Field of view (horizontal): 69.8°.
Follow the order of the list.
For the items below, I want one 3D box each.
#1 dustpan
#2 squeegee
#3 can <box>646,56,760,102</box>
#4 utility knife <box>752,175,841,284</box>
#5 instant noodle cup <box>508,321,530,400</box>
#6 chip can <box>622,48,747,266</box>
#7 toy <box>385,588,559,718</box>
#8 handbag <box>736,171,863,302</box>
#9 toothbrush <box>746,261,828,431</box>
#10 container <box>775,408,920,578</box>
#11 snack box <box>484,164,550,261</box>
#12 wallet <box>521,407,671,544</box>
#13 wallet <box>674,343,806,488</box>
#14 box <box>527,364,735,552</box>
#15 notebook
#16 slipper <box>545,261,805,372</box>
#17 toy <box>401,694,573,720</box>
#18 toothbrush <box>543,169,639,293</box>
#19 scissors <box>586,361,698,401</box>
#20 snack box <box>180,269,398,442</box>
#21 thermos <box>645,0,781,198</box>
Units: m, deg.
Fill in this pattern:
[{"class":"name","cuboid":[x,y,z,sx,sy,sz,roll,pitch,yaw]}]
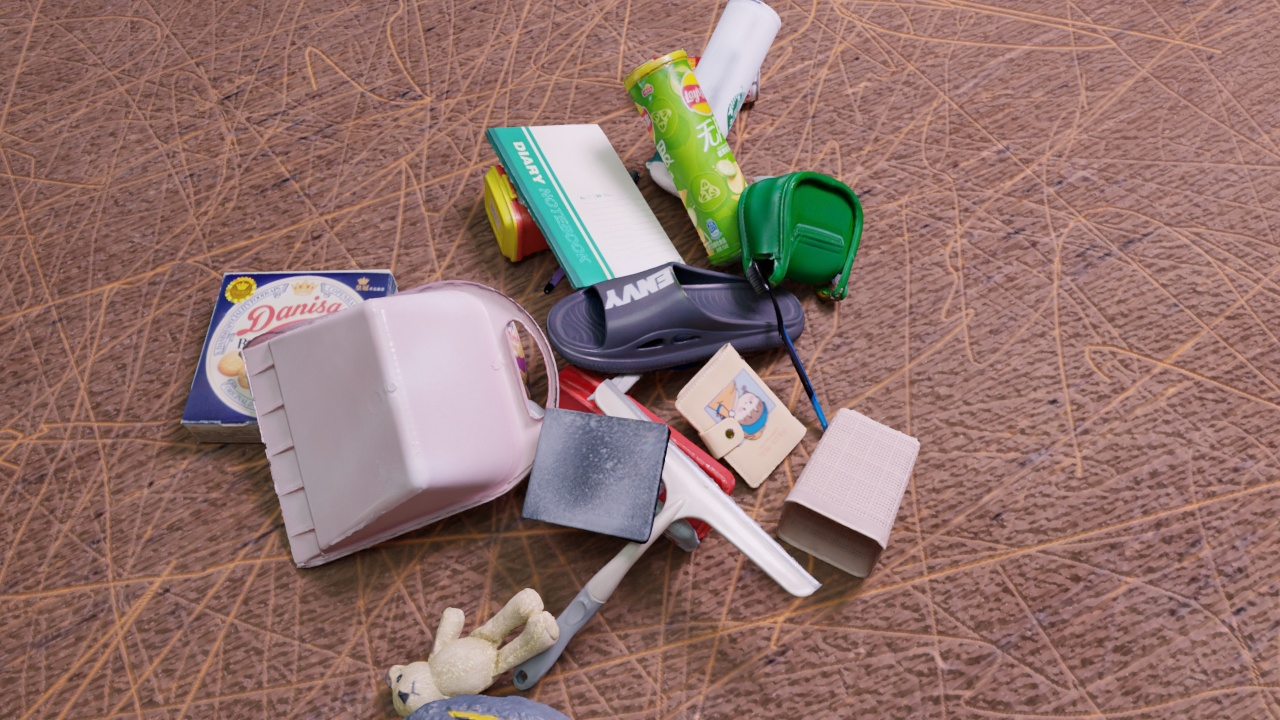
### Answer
[{"class":"dustpan","cuboid":[-0.214,0.049,0.835,0.274,0.138,0.222,-20,82,37]},{"class":"squeegee","cuboid":[-0.029,0.183,0.753,0.246,0.039,0.247,44,97,18]},{"class":"can","cuboid":[0.074,-0.333,1.089,0.133,0.053,0.053,0,60,3]},{"class":"utility knife","cuboid":[0.173,-0.146,1.002,0.029,0.013,0.161,-26,65,-8]},{"class":"instant noodle cup","cuboid":[-0.169,0.004,0.885,0.099,0.112,0.111,-14,60,3]},{"class":"chip can","cuboid":[0.061,-0.206,0.951,0.072,0.073,0.221,-29,97,-13]},{"class":"toy","cuboid":[-0.137,0.245,0.750,0.157,0.066,0.105,-35,70,7]},{"class":"handbag","cuboid":[0.162,-0.123,0.919,0.068,0.131,0.120,-3,84,47]},{"class":"toothbrush","cuboid":[0.143,-0.007,0.873,0.016,0.014,0.189,-22,95,32]},{"class":"container","cuboid":[0.187,0.114,0.811,0.090,0.090,0.110,25,61,16]},{"class":"snack box","cuboid":[-0.120,-0.165,0.991,0.080,0.082,0.091,-15,61,-17]},{"class":"wallet","cuboid":[-0.037,0.093,0.753,0.121,0.019,0.097,6,79,27]},{"class":"wallet","cuboid":[0.091,0.054,0.858,0.087,0.024,0.115,-46,101,-19]},{"class":"box","cuboid":[-0.023,0.095,0.828,0.201,0.095,0.091,35,29,20]},{"class":"notebook","cuboid":[-0.057,-0.169,0.972,0.150,0.012,0.209,-15,66,-39]},{"class":"slipper","cuboid":[0.040,-0.058,0.884,0.267,0.083,0.110,-5,42,-19]},{"class":"toy","cuboid":[-0.116,0.319,0.690,0.356,0.091,0.138,-7,98,5]},{"class":"toothbrush","cuboid":[-0.052,-0.145,1.012,0.014,0.017,0.188,29,67,14]},{"class":"scissors","cuboid":[0.009,0.011,0.874,0.128,0.012,0.173,11,31,-8]},{"class":"snack box","cuboid":[-0.349,-0.007,0.931,0.178,0.046,0.182,-1,61,2]},{"class":"thermos","cuboid":[0.082,-0.288,1.022,0.073,0.073,0.224,25,86,16]}]
